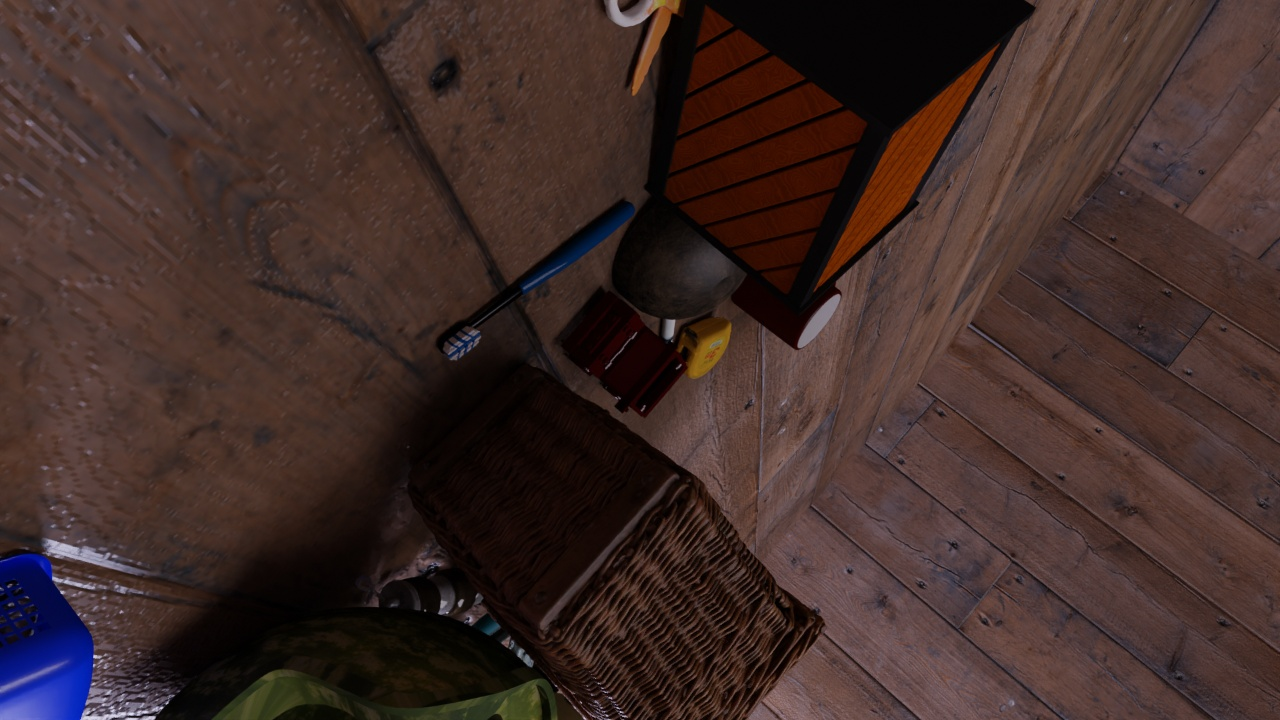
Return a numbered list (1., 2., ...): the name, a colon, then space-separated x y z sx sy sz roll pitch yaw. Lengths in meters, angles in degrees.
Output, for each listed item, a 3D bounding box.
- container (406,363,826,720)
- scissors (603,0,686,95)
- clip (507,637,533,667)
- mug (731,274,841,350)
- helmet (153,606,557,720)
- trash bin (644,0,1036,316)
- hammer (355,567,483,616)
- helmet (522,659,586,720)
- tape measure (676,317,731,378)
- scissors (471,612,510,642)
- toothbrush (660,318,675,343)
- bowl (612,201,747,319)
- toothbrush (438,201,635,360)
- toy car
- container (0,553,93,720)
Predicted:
1. container: -0.036 0.131 0.630 0.162 0.250 0.183 -44 130 -15
2. scissors: 0.016 -0.201 0.499 0.130 0.011 0.126 -24 147 -51
3. clip: -0.112 0.275 0.850 0.044 0.023 0.076 -13 140 -35
4. mug: 0.158 -0.074 0.924 0.105 0.082 0.073 -44 159 -16
5. helmet: -0.183 0.267 0.587 0.243 0.247 0.213 14 75 -81
6. trash bin: 0.111 -0.157 0.570 0.139 0.140 0.172 -41 163 -25
7. hammer: -0.131 0.196 0.814 0.177 0.079 0.325 -56 154 16
8. helmet: -0.090 0.405 0.962 0.233 0.256 0.250 -56 159 6
9. tape measure: 0.059 -0.013 0.900 0.068 0.030 0.059 -24 148 -47
10. scissors: -0.094 0.207 0.780 0.133 0.019 0.146 -11 139 -38
11. toothbrush: 0.025 -0.060 0.771 0.017 0.012 0.187 -28 154 -19
12. bowl: 0.045 -0.073 0.689 0.121 0.056 0.121 -31 153 -18
13. toothbrush: -0.062 -0.055 0.589 0.167 0.014 0.014 -41 147 -24
14. toy car: -0.004 0.004 0.747 0.070 0.062 0.170 -49 160 -3
15. container: -0.292 0.149 0.394 0.096 0.058 0.114 -18 143 -56
